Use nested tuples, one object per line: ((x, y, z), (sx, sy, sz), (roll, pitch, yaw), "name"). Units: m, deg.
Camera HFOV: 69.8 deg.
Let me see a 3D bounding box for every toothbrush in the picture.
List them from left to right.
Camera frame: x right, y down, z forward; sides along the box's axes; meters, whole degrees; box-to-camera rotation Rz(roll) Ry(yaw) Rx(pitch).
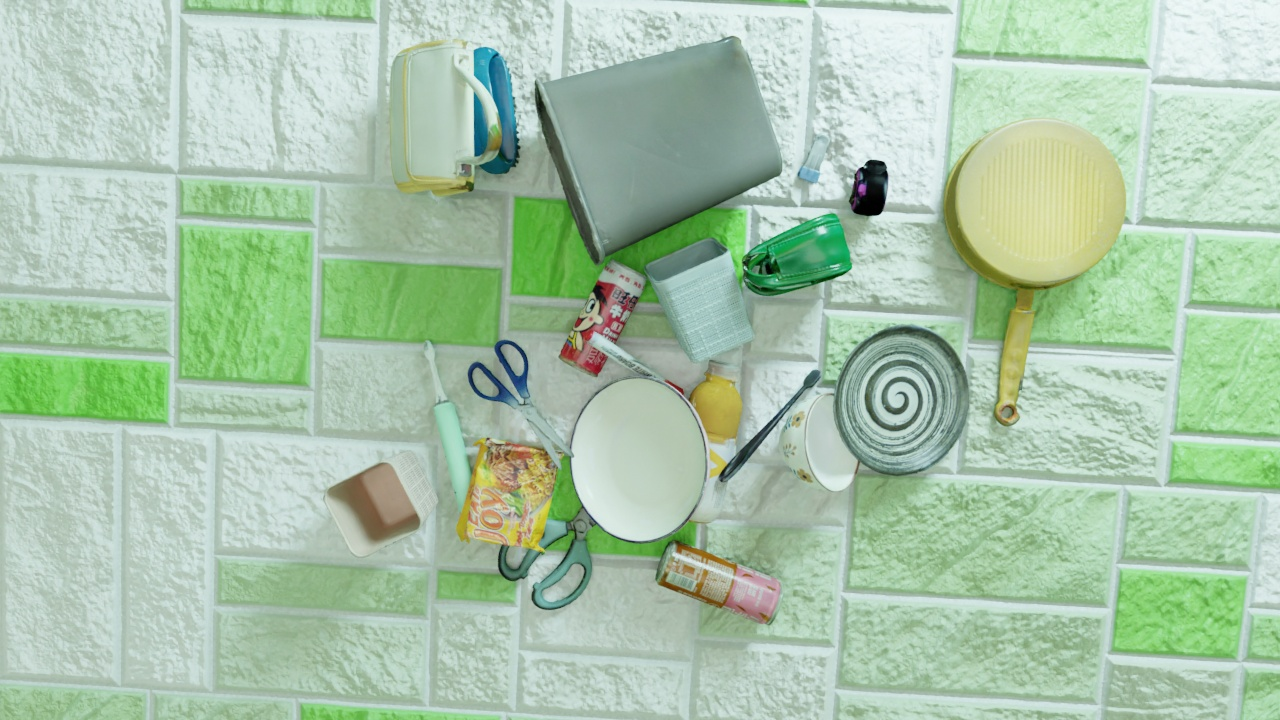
((-0.231, 0.085, 1.108), (0.026, 0.027, 0.224), (-14, 95, -11), "toothbrush")
((0.152, 0.077, 1.073), (0.015, 0.018, 0.180), (38, 72, 22), "toothbrush")

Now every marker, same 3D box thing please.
((-0.006, 0.006, 1.070), (0.145, 0.017, 0.017), (33, 95, -28), "marker")

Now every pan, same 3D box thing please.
((0.447, -0.100, 1.067), (0.198, 0.078, 0.357), (4, 89, 4), "pan")

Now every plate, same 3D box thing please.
((0.003, 0.114, 1.066), (0.193, 0.039, 0.192), (-2, 86, 34), "plate")
((0.305, 0.047, 1.080), (0.179, 0.024, 0.179), (-1, 94, -15), "plate")

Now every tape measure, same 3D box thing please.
((0.261, -0.196, 1.055), (0.039, 0.057, 0.057), (7, 81, 6), "tape measure")

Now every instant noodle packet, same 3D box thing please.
((-0.156, 0.162, 1.092), (0.110, 0.044, 0.128), (12, 85, -6), "instant noodle packet")

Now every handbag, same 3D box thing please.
((-0.213, -0.267, 1.004), (0.063, 0.179, 0.163), (-4, 97, -41), "handbag")
((0.172, -0.114, 1.029), (0.120, 0.131, 0.068), (-17, 91, 5), "handbag")

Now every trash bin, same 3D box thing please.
((0.016, -0.233, 1.000), (0.219, 0.198, 0.199), (-21, 96, -4), "trash bin")

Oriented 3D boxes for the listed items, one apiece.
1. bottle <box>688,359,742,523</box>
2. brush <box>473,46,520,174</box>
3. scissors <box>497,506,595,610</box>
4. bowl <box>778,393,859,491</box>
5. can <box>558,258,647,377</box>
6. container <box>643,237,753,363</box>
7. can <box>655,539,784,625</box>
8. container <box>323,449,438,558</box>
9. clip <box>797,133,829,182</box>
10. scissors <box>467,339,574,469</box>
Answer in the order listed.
((0.079, 0.095, 1.081), (0.068, 0.068, 0.189), (12, 95, 0), "bottle")
((-0.173, -0.286, 1.048), (0.055, 0.073, 0.144), (-5, 96, 5), "brush")
((-0.103, 0.214, 1.121), (0.143, 0.019, 0.180), (31, 97, -1), "scissors")
((0.202, 0.097, 1.072), (0.062, 0.113, 0.113), (-11, 97, 45), "bowl")
((-0.043, -0.050, 1.077), (0.053, 0.053, 0.133), (28, 95, -1), "can")
((0.070, -0.067, 1.046), (0.090, 0.090, 0.111), (-24, 111, -1), "container")
((0.094, 0.266, 1.102), (0.147, 0.058, 0.058), (21, 95, -1), "can")
((-0.298, 0.161, 1.074), (0.090, 0.111, 0.090), (-26, 94, 3), "container")
((0.204, -0.238, 1.074), (0.025, 0.032, 0.057), (19, 103, 1), "clip")
((-0.131, 0.047, 1.092), (0.173, 0.012, 0.132), (22, 88, 11), "scissors")
